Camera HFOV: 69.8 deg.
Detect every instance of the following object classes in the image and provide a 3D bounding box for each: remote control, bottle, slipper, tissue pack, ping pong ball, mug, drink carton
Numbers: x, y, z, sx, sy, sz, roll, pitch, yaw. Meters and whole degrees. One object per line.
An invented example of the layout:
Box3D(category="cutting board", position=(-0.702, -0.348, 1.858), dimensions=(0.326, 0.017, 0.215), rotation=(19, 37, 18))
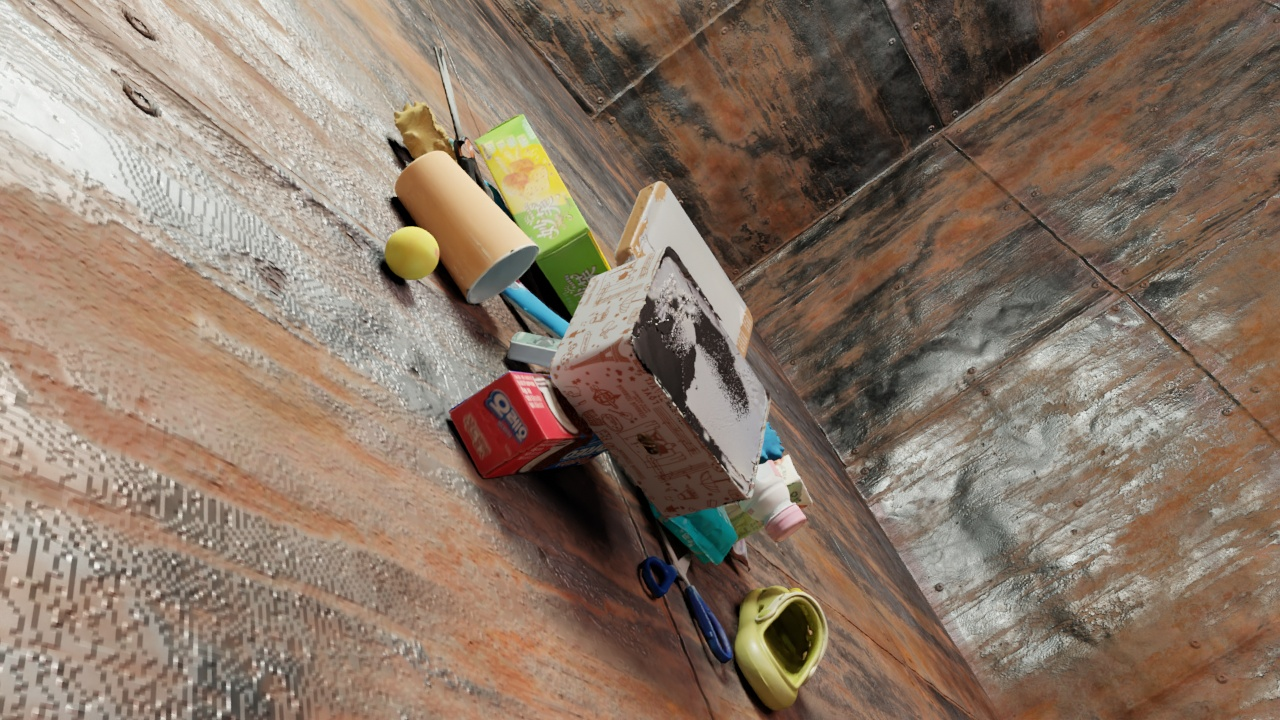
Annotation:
Box3D(category="remote control", position=(-0.048, -0.001, 0.817), dimensions=(0.135, 0.019, 0.056), rotation=(12, 11, 0))
Box3D(category="bottle", position=(0.094, 0.097, 0.945), dimensions=(0.197, 0.068, 0.068), rotation=(52, 10, 23))
Box3D(category="slipper", position=(0.144, 0.266, 0.877), dimensions=(0.091, 0.082, 0.190), rotation=(58, 14, 4))
Box3D(category="tissue pack", position=(0.041, 0.133, 0.904), dimensions=(0.093, 0.050, 0.133), rotation=(48, 8, -31))
Box3D(category="ping pong ball", position=(-0.173, -0.081, 0.697), dimensions=(0.040, 0.040, 0.040), rotation=(51, 12, -15))
Box3D(category="mug", position=(-0.157, -0.121, 0.810), dimensions=(0.122, 0.078, 0.078), rotation=(51, 11, 8))
Box3D(category="drink carton", position=(0.119, 0.156, 0.988), dimensions=(0.045, 0.122, 0.053), rotation=(58, 7, -27))

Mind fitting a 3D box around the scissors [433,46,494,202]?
Box3D(category="scissors", position=(-0.169, -0.191, 0.889), dimensions=(0.148, 0.022, 0.235), rotation=(-85, 160, -59))

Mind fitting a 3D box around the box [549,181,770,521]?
Box3D(category="box", position=(0.035, -0.022, 0.764), dimensions=(0.177, 0.082, 0.258), rotation=(53, 34, -27))

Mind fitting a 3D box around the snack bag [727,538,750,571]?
Box3D(category="snack bag", position=(0.101, 0.195, 1.049), dimensions=(0.045, 0.026, 0.105), rotation=(51, 13, -32))

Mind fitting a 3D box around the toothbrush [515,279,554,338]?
Box3D(category="toothbrush", position=(-0.106, -0.058, 0.970), dimensions=(0.187, 0.017, 0.016), rotation=(54, 12, 2))

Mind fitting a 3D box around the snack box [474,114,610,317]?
Box3D(category="snack box", position=(-0.105, -0.163, 1.079), dimensions=(0.210, 0.070, 0.158), rotation=(62, 1, 32))

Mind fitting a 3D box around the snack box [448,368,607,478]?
Box3D(category="snack box", position=(-0.069, 0.048, 0.706), dimensions=(0.058, 0.057, 0.207), rotation=(59, 11, 11))

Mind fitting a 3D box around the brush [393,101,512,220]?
Box3D(category="brush", position=(-0.192, -0.204, 0.998), dimensions=(0.083, 0.046, 0.254), rotation=(57, 6, 18))

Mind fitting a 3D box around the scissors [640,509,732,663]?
Box3D(category="scissors", position=(0.035, 0.194, 0.812), dimensions=(0.162, 0.012, 0.174), rotation=(55, 10, 26))

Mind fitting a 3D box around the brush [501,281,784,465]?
Box3D(category="brush", position=(-0.005, 0.005, 0.885), dimensions=(0.314, 0.110, 0.060), rotation=(47, 36, -2))

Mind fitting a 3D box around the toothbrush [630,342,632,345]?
Box3D(category="toothbrush", position=(-0.061, -0.099, 1.263), dimensions=(0.212, 0.027, 0.026), rotation=(61, -2, 28))
